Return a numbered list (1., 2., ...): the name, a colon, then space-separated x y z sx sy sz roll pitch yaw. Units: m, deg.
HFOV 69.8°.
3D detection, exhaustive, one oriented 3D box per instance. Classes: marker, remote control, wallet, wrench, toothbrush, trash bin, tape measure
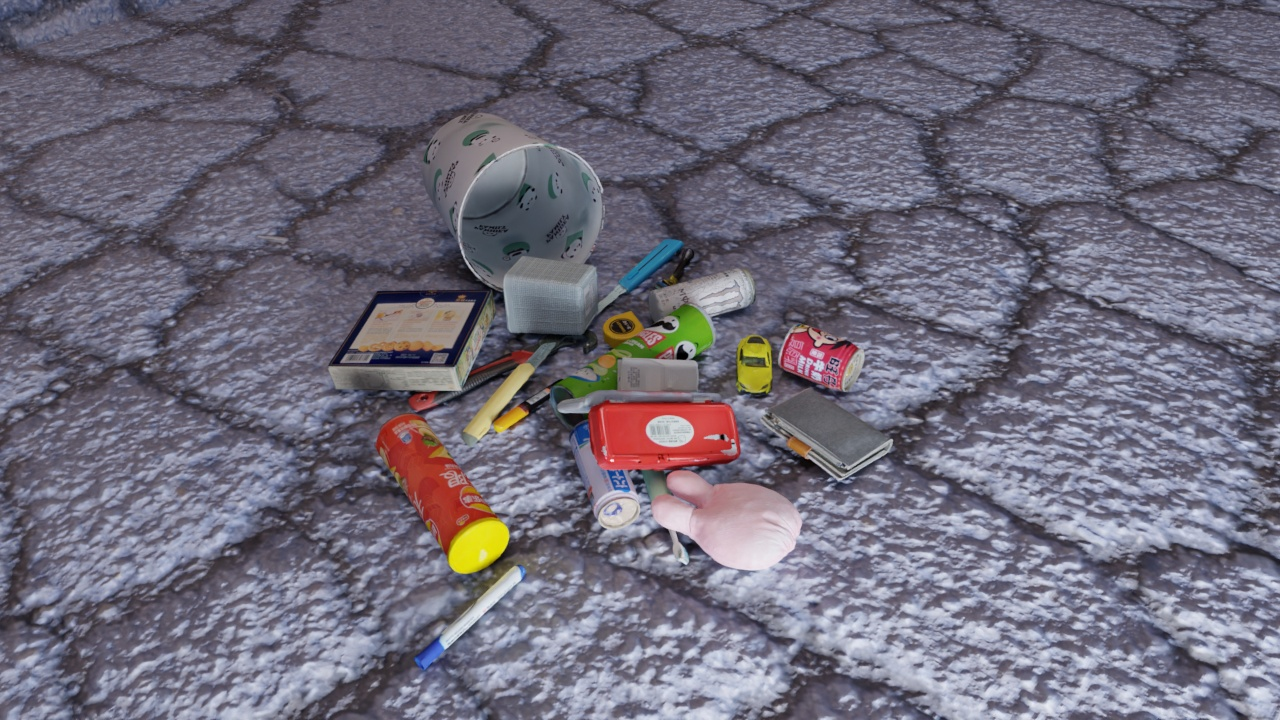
1. marker: -0.142 0.057 1.188 0.018 0.015 0.123 29 47 30
2. remote control: 0.023 0.022 1.155 0.124 0.049 0.024 2 -4 -36
3. wallet: 0.221 0.090 1.110 0.106 0.037 0.130 -22 44 -37
4. marker: -0.173 0.262 0.947 0.017 0.017 0.145 27 49 30
5. wrench: -0.184 0.009 1.245 0.272 0.016 0.056 -22 43 -21
6. toothbrush: 0.020 0.144 1.065 0.026 0.027 0.224 -38 39 15
7. trash bin: -0.212 -0.257 1.413 0.229 0.230 0.252 -21 38 -20
8. tape measure: -0.024 -0.038 1.280 0.057 0.029 0.060 -18 43 -18

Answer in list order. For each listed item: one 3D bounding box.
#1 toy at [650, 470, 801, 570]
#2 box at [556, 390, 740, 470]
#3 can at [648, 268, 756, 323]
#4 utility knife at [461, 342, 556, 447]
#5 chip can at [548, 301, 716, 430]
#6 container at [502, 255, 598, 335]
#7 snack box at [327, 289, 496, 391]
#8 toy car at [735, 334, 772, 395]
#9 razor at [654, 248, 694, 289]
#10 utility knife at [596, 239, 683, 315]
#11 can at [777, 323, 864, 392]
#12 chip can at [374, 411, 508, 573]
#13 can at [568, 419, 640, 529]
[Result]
1. toy: 0.095 0.170 1.004 0.159 0.054 0.121 20 37 16
2. box: 0.010 0.080 1.084 0.201 0.100 0.110 2 71 -35
3. can: 0.088 -0.089 1.309 0.146 0.058 0.058 -15 42 -14
4. utility knife: -0.171 0.038 1.199 0.031 0.021 0.201 21 57 22
5. chip can: -0.007 0.007 1.194 0.235 0.072 0.072 -33 49 -29
6. container: -0.122 -0.089 1.288 0.111 0.090 0.089 5 30 13
7. snack box: -0.308 -0.031 1.263 0.178 0.046 0.182 0 38 11
8. toy car: 0.151 0.004 1.217 0.048 0.032 0.105 2 42 5
9. razor: 0.055 -0.131 1.390 0.042 0.022 0.142 35 40 -6
10. utility knife: -0.012 -0.122 1.388 0.034 0.018 0.233 24 49 27
11. can: 0.236 -0.003 1.193 0.094 0.067 0.066 24 47 28
12. chip can: -0.230 0.146 1.046 0.073 0.073 0.216 -25 44 -24
13. can: -0.042 0.130 1.064 0.053 0.053 0.134 -13 41 -11
